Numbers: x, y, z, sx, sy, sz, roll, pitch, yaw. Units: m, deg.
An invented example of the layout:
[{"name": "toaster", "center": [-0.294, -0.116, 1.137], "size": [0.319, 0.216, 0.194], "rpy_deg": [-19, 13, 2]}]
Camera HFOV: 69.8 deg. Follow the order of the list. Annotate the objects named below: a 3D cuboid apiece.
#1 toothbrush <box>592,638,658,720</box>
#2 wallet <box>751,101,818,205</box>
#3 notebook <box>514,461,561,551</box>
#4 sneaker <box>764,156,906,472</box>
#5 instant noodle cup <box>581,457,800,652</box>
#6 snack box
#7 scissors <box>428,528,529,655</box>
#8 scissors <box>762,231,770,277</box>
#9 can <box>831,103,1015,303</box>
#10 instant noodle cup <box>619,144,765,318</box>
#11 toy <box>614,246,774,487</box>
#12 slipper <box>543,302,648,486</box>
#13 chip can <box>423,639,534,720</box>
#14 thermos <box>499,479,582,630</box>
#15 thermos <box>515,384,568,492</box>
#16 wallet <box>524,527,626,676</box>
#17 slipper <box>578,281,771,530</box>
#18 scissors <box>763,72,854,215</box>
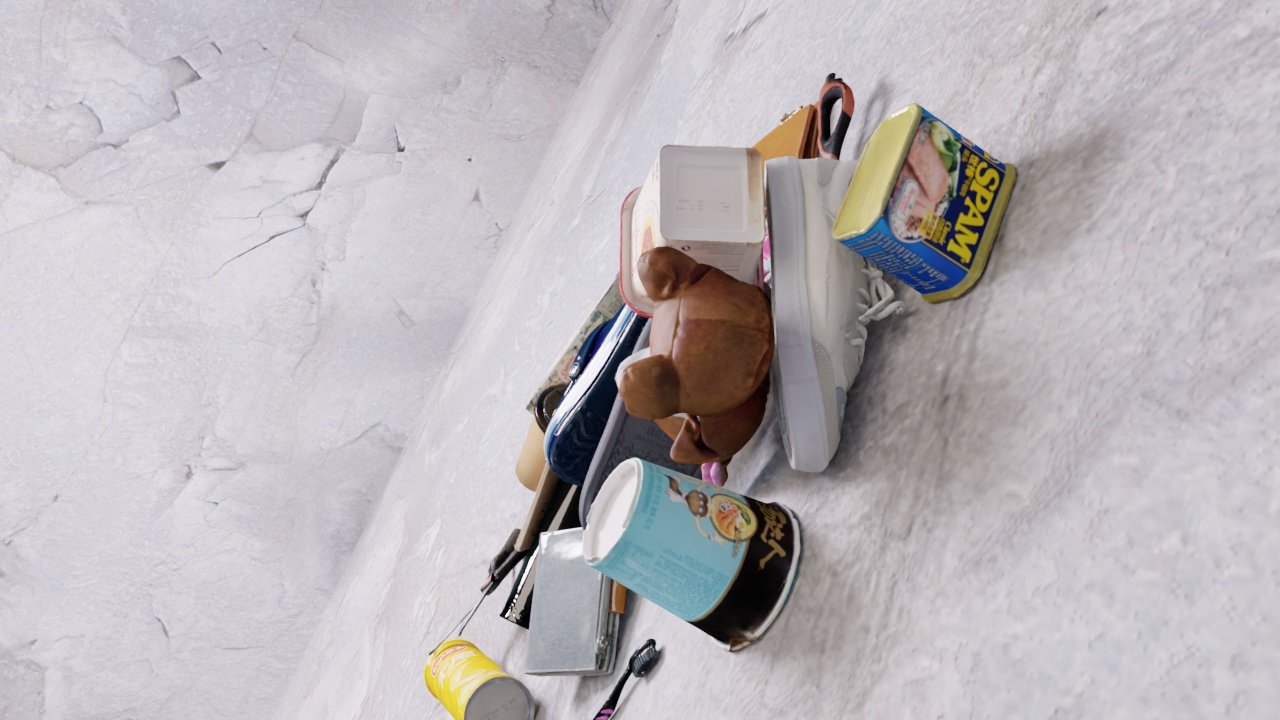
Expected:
[{"name": "toothbrush", "center": [-0.036, 0.298, 0.740], "size": [0.189, 0.014, 0.017], "rpy_deg": [-58, 30, 15]}, {"name": "wallet", "center": [0.135, -0.202, 0.959], "size": [0.132, 0.031, 0.107], "rpy_deg": [-32, 33, 48]}, {"name": "notebook", "center": [-0.069, 0.098, 0.971], "size": [0.147, 0.008, 0.207], "rpy_deg": [24, -94, -75]}, {"name": "sneaker", "center": [0.138, -0.038, 0.657], "size": [0.089, 0.091, 0.241], "rpy_deg": [71, -161, -68]}, {"name": "instant noodle cup", "center": [0.029, 0.126, 0.630], "size": [0.111, 0.120, 0.111], "rpy_deg": [-53, 20, 28]}, {"name": "snack box", "center": [-0.063, -0.027, 1.177], "size": [0.183, 0.046, 0.177], "rpy_deg": [-52, 6, 29]}, {"name": "scissors", "center": [-0.164, 0.243, 1.072], "size": [0.232, 0.021, 0.221], "rpy_deg": [-47, 4, 2]}, {"name": "scissors", "center": [0.122, -0.094, 0.870], "size": [0.134, 0.017, 0.134], "rpy_deg": [-47, 21, 28]}, {"name": "can", "center": [0.182, -0.102, 0.594], "size": [0.102, 0.083, 0.057], "rpy_deg": [-66, 18, -13]}, {"name": "instant noodle cup", "center": [0.044, -0.100, 0.701], "size": [0.124, 0.116, 0.116], "rpy_deg": [105, 166, -72]}, {"name": "toy", "center": [0.038, 0.012, 0.655], "size": [0.199, 0.131, 0.140], "rpy_deg": [50, -133, -66]}, {"name": "slipper", "center": [-0.005, 0.005, 0.879], "size": [0.253, 0.105, 0.095], "rpy_deg": [-56, 30, 6]}, {"name": "chip can", "center": [-0.173, 0.345, 0.961], "size": [0.214, 0.072, 0.072], "rpy_deg": [-15, 50, 65]}, {"name": "thermos", "center": [-0.055, 0.156, 0.918], "size": [0.090, 0.068, 0.242], "rpy_deg": [5, 67, 53]}, {"name": "thermos", "center": [-0.099, 0.097, 1.103], "size": [0.092, 0.093, 0.144], "rpy_deg": [-81, 17, -46]}, {"name": "wallet", "center": [-0.055, 0.217, 0.829], "size": [0.107, 0.037, 0.129], "rpy_deg": [-15, 58, 37]}, {"name": "slipper", "center": [0.023, 0.038, 0.805], "size": [0.268, 0.110, 0.083], "rpy_deg": [-64, 14, 5]}, {"name": "scissors", "center": [0.156, -0.167, 0.831], "size": [0.190, 0.015, 0.222], "rpy_deg": [-35, 40, 44]}]
